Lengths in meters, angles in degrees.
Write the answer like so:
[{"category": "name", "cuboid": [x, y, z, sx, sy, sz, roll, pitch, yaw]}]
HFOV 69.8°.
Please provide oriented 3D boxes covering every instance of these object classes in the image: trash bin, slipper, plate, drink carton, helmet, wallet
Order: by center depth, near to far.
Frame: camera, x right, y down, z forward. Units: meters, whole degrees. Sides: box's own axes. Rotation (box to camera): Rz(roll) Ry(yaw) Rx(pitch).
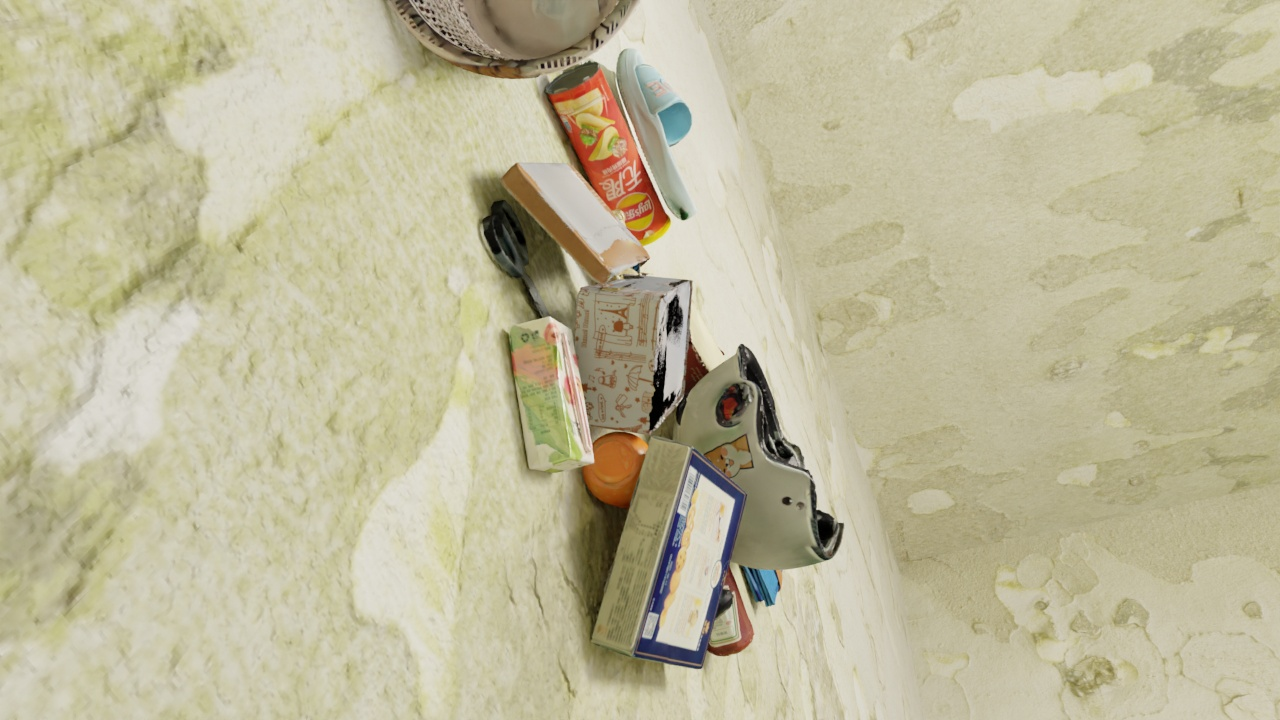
[{"category": "drink carton", "cuboid": [-0.072, 0.029, 0.761, 0.053, 0.045, 0.122, 32, 45, -67]}, {"category": "trash bin", "cuboid": [-0.096, -0.348, 0.799, 0.192, 0.227, 0.227, -76, 147, -82]}, {"category": "helmet", "cuboid": [0.118, 0.131, 1.089, 0.273, 0.157, 0.230, 66, 9, 29]}, {"category": "slipper", "cuboid": [0.030, -0.288, 1.133, 0.104, 0.074, 0.245, 49, 22, -69]}, {"category": "plate", "cuboid": [-0.033, -0.321, 1.207, 0.163, 0.034, 0.164, -29, 101, -82]}, {"category": "wallet", "cuboid": [0.173, 0.284, 1.326, 0.106, 0.040, 0.132, 67, 18, -5]}]

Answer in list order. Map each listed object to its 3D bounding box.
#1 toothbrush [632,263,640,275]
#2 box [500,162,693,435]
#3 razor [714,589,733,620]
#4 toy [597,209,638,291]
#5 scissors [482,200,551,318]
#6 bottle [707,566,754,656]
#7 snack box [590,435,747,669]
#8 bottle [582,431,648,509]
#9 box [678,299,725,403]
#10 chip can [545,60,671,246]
[{"category": "toothbrush", "cuboid": [-0.007, -0.126, 1.179, 0.016, 0.014, 0.189, 29, 41, -33]}, {"category": "box", "cuboid": [-0.027, -0.068, 0.871, 0.178, 0.126, 0.273, -40, 111, -73]}, {"category": "razor", "cuboid": [0.050, 0.197, 0.952, 0.062, 0.068, 0.167, -12, 87, -61]}, {"category": "toy", "cuboid": [-0.016, -0.090, 1.019, 0.105, 0.066, 0.157, -111, -175, -64]}, {"category": "scissors", "cuboid": [-0.099, -0.057, 0.822, 0.135, 0.014, 0.174, -3, 80, -74]}, {"category": "bottle", "cuboid": [0.067, 0.223, 1.008, 0.059, 0.060, 0.206, -49, 120, -70]}, {"category": "snack box", "cuboid": [0.033, 0.181, 0.836, 0.182, 0.046, 0.177, 44, 59, -60]}, {"category": "bottle", "cuboid": [-0.006, 0.115, 0.875, 0.149, 0.067, 0.066, 54, 25, -65]}, {"category": "box", "cuboid": [0.069, -0.008, 1.192, 0.168, 0.080, 0.091, 54, 26, -49]}, {"category": "chip can", "cuboid": [-0.036, -0.240, 1.092, 0.073, 0.073, 0.217, -82, 149, -54]}]
